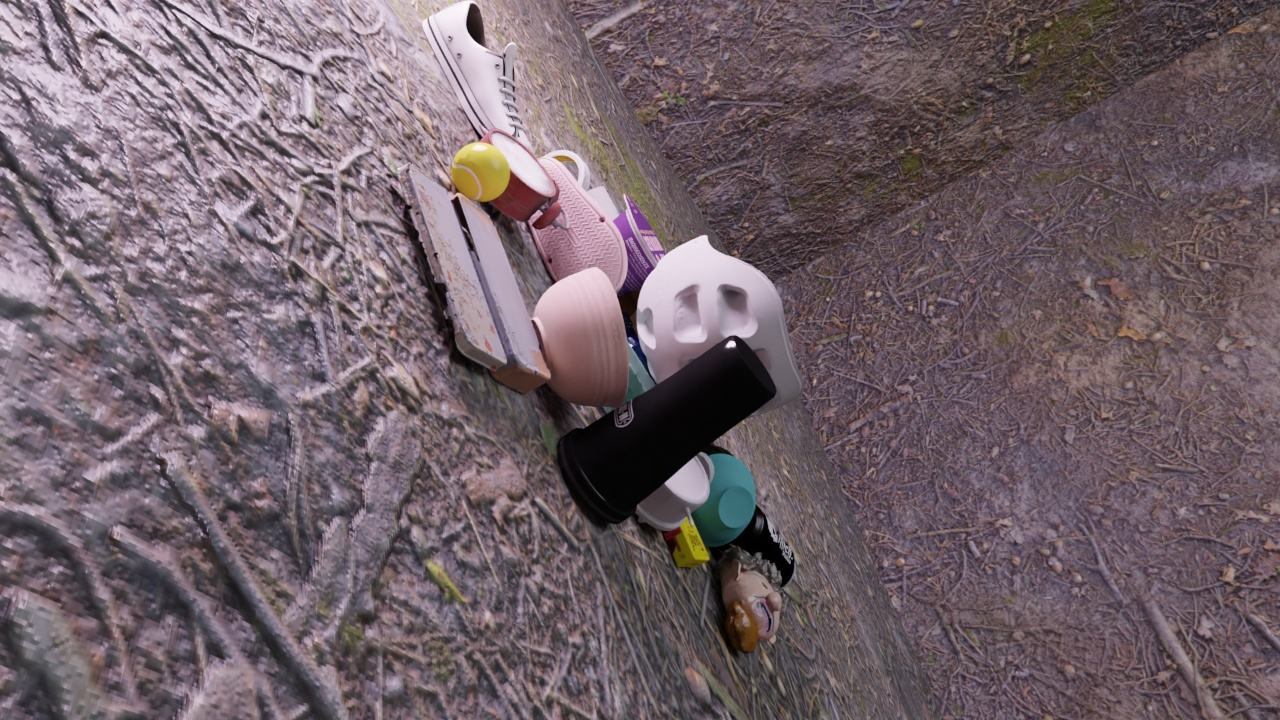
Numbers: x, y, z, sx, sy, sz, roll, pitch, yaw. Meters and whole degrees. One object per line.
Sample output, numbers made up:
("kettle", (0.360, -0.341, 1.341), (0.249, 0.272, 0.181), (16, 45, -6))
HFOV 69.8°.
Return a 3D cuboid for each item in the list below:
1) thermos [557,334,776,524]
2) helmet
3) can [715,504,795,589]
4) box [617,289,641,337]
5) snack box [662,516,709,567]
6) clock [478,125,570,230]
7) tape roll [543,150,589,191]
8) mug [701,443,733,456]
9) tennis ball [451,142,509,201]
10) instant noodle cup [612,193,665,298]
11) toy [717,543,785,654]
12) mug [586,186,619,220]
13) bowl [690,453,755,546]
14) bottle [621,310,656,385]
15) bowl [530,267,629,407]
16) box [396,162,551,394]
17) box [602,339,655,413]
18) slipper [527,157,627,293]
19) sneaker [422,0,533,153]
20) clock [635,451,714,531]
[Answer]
("thermos", (0.025, 0.066, 0.907), (0.106, 0.219, 0.105), (47, 18, -20))
("helmet", (0.089, -0.041, 1.175), (0.281, 0.184, 0.224), (-96, 173, -62))
("can", (0.160, 0.263, 1.289), (0.146, 0.080, 0.080), (52, 16, -41))
("box", (0.055, -0.032, 1.424), (0.248, 0.142, 0.184), (48, 25, -43))
("snack box", (0.036, 0.180, 1.121), (0.149, 0.026, 0.061), (66, 14, 21))
("clock", (-0.151, -0.212, 1.137), (0.156, 0.062, 0.109), (37, 24, -30))
("tape roll", (-0.117, -0.249, 1.289), (0.019, 0.094, 0.094), (36, 28, -60))
("mug", (0.089, 0.169, 1.251), (0.081, 0.085, 0.111), (24, 71, -71))
("tennis ball", (-0.179, -0.211, 1.030), (0.065, 0.065, 0.065), (56, 14, -22))
("instant noodle cup", (-0.039, -0.146, 1.303), (0.137, 0.122, 0.121), (61, 13, -2))
("toy", (0.142, 0.306, 1.165), (0.133, 0.076, 0.175), (59, 21, -8))
("mug", (-0.073, -0.200, 1.419), (0.096, 0.083, 0.120), (61, -16, -1))
("bowl", (0.109, 0.183, 1.170), (0.121, 0.121, 0.046), (57, -21, -19))
("bottle", (-0.007, 0.007, 1.250), (0.056, 0.056, 0.160), (34, 30, -63))
("bowl", (-0.072, -0.018, 0.959), (0.153, 0.076, 0.153), (170, -90, -72))
("box", (-0.163, -0.079, 0.886), (0.150, 0.043, 0.216), (28, 35, -59))
("box", (-0.044, 0.027, 1.141), (0.189, 0.079, 0.078), (59, -28, -11))
("slipper", (-0.091, -0.174, 1.216), (0.221, 0.107, 0.055), (59, 12, 14))
("sneaker", (-0.197, -0.384, 1.256), (0.245, 0.097, 0.091), (62, 13, 7))
("clock", (0.030, 0.128, 1.070), (0.120, 0.061, 0.158), (41, 29, -14))
